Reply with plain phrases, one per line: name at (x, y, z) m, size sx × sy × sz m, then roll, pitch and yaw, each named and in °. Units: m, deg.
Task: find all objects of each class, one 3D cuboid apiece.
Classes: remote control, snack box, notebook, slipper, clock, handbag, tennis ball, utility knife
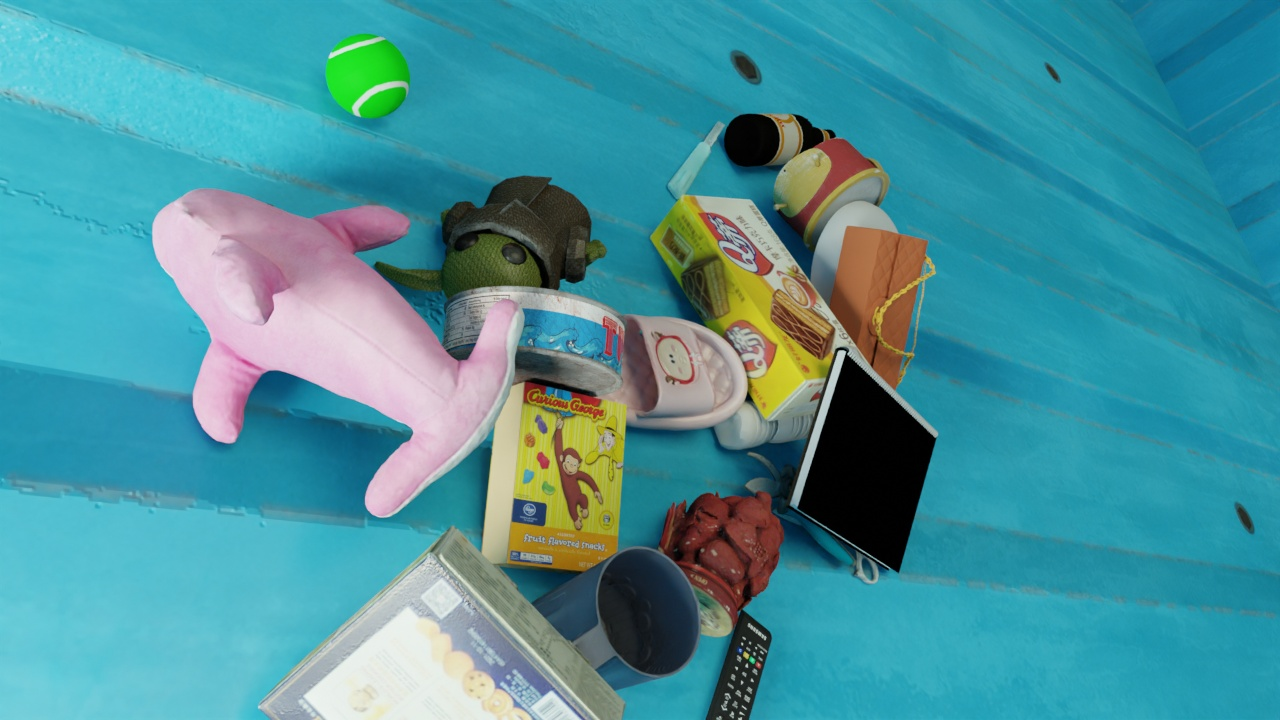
remote control at (0.071, 0.260, 0.713) m, size 0.033 × 0.015 × 0.146 m, roll 41°, pitch 45°, yaw -13°
snack box at (-0.061, 0.088, 0.668) m, size 0.088 × 0.040 × 0.125 m, roll 15°, pitch 70°, yaw -33°
notebook at (0.210, 0.096, 0.842) m, size 0.206 × 0.016 × 0.148 m, roll 35°, pitch 70°, yaw -43°
slipper at (-0.005, 0.005, 0.772) m, size 0.221 × 0.056 × 0.106 m, roll 1°, pitch 63°, yaw -30°
snack box at (-0.109, 0.191, 0.511) m, size 0.144 × 0.145 × 0.042 m, roll 48°, pitch 14°, yaw -6°
clock at (0.220, -0.194, 1.054) m, size 0.158 × 0.117 × 0.081 m, roll -5°, pitch 50°, yaw -50°
handbag at (0.255, -0.047, 0.966) m, size 0.108 × 0.060 × 0.172 m, roll 3°, pitch 101°, yaw -42°
tennis ball at (-0.219, -0.229, 0.739) m, size 0.065 × 0.066 × 0.065 m, roll 21°, pitch 52°, yaw -30°
utility knife at (0.067, -0.228, 1.016) m, size 0.022 × 0.015 × 0.165 m, roll 42°, pitch 47°, yaw -13°
snack box at (0.112, -0.055, 0.881) m, size 0.109 × 0.062 × 0.230 m, roll -5°, pitch 56°, yaw -42°

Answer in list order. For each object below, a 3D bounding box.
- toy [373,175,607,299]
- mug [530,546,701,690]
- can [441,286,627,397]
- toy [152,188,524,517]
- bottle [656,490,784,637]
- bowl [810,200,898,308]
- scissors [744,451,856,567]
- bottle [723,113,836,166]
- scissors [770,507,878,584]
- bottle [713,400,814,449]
toy at (-0.100, -0.088, 0.722) m, size 0.179 × 0.078 × 0.152 m, roll 14°, pitch 37°, yaw 9°
mug at (-0.036, 0.186, 0.604) m, size 0.123 × 0.104 × 0.084 m, roll -23°, pitch 80°, yaw -46°
can at (-0.075, -0.009, 0.647) m, size 0.129 × 0.130 × 0.044 m, roll 15°, pitch 71°, yaw -33°
toy at (-0.203, -0.032, 0.550) m, size 0.265 × 0.128 × 0.186 m, roll 32°, pitch 76°, yaw 9°
bottle at (0.058, 0.149, 0.726) m, size 0.099 × 0.099 × 0.110 m, roll 45°, pitch 54°, yaw -9°
bowl at (0.251, -0.099, 1.015) m, size 0.149 × 0.043 × 0.150 m, roll -13°, pitch 110°, yaw -40°
scissors at (0.160, 0.128, 0.853) m, size 0.124 × 0.019 × 0.155 m, roll -39°, pitch 96°, yaw -41°
bottle at (0.178, -0.266, 1.104) m, size 0.181 × 0.059 × 0.059 m, roll -15°, pitch 74°, yaw -45°
scissors at (0.192, 0.148, 0.888) m, size 0.174 × 0.014 × 0.141 m, roll 1°, pitch 66°, yaw -38°
bottle at (0.128, 0.056, 0.869) m, size 0.136 × 0.044 × 0.044 m, roll -4°, pitch 67°, yaw -42°
